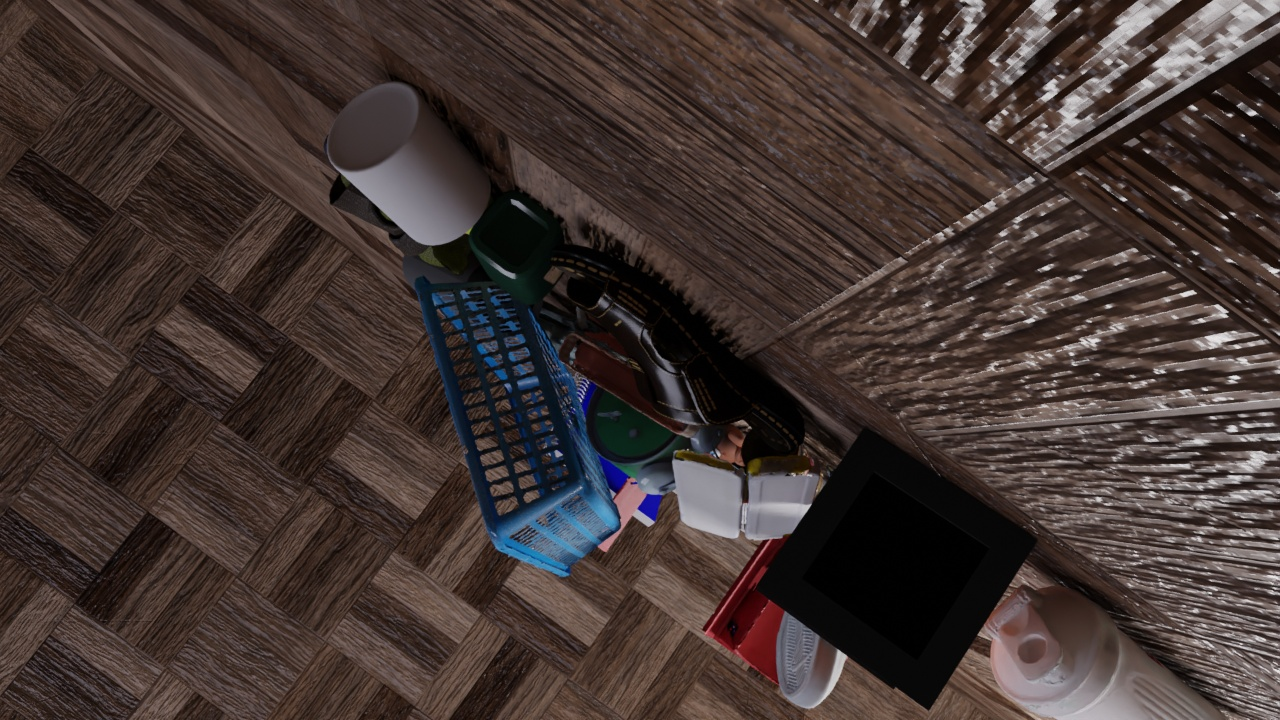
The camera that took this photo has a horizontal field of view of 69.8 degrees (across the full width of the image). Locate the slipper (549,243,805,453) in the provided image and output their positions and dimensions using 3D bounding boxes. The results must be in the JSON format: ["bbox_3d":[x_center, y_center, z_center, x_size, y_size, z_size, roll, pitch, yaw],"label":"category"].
[{"bbox_3d":[0.024,0.004,0.726,0.268,0.075,0.113,40,171,-23],"label":"slipper"}]

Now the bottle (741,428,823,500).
[{"bbox_3d":[0.138,0.103,0.887,0.056,0.056,0.105,31,171,33],"label":"bottle"}]

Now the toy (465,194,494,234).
[{"bbox_3d":[-0.152,-0.133,0.794,0.092,0.046,0.115,34,180,21],"label":"toy"}]

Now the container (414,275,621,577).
[{"bbox_3d":[-0.105,0.074,0.938,0.362,0.089,0.257,73,177,-73],"label":"container"}]

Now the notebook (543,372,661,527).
[{"bbox_3d":[-0.031,0.097,1.220,0.171,0.022,0.208,38,-146,-14],"label":"notebook"}]

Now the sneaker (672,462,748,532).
[{"bbox_3d":[0.095,0.148,1.249,0.237,0.090,0.104,30,161,43],"label":"sneaker"}]

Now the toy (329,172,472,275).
[{"bbox_3d":[-0.219,-0.148,0.856,0.152,0.078,0.179,34,-169,-29],"label":"toy"}]

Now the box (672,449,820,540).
[{"bbox_3d":[0.095,0.127,0.847,0.130,0.036,0.210,4,156,7],"label":"box"}]

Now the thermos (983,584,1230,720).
[{"bbox_3d":[0.361,0.254,0.708,0.220,0.099,0.099,35,173,-18],"label":"thermos"}]

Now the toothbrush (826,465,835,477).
[{"bbox_3d":[0.241,0.157,0.917,0.189,0.016,0.017,41,-179,-29],"label":"toothbrush"}]

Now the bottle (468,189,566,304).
[{"bbox_3d":[-0.097,-0.086,0.766,0.061,0.061,0.131,38,172,6],"label":"bottle"}]

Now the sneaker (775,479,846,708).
[{"bbox_3d":[0.196,0.227,0.887,0.090,0.241,0.090,28,134,-8],"label":"sneaker"}]

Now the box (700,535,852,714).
[{"bbox_3d":[0.195,0.272,1.051,0.164,0.214,0.153,30,169,29],"label":"box"}]

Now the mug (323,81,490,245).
[{"bbox_3d":[-0.184,-0.146,0.687,0.112,0.078,0.097,10,160,27],"label":"mug"}]

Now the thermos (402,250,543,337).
[{"bbox_3d":[-0.205,-0.094,1.100,0.082,0.082,0.241,42,170,-36],"label":"thermos"}]

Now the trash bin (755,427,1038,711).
[{"bbox_3d":[0.189,0.164,0.726,0.140,0.139,0.172,34,172,14],"label":"trash bin"}]

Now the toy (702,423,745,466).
[{"bbox_3d":[0.077,0.091,1.047,0.128,0.065,0.095,29,156,25],"label":"toy"}]

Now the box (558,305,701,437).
[{"bbox_3d":[-0.004,0.005,0.887,0.187,0.083,0.042,28,-176,36],"label":"box"}]

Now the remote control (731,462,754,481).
[{"bbox_3d":[0.103,0.110,1.165,0.136,0.032,0.015,35,161,10],"label":"remote control"}]

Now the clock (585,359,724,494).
[{"bbox_3d":[0.019,0.069,0.927,0.161,0.122,0.075,45,-179,40],"label":"clock"}]

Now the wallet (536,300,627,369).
[{"bbox_3d":[-0.067,-0.021,1.043,0.100,0.054,0.132,30,172,-33],"label":"wallet"}]
